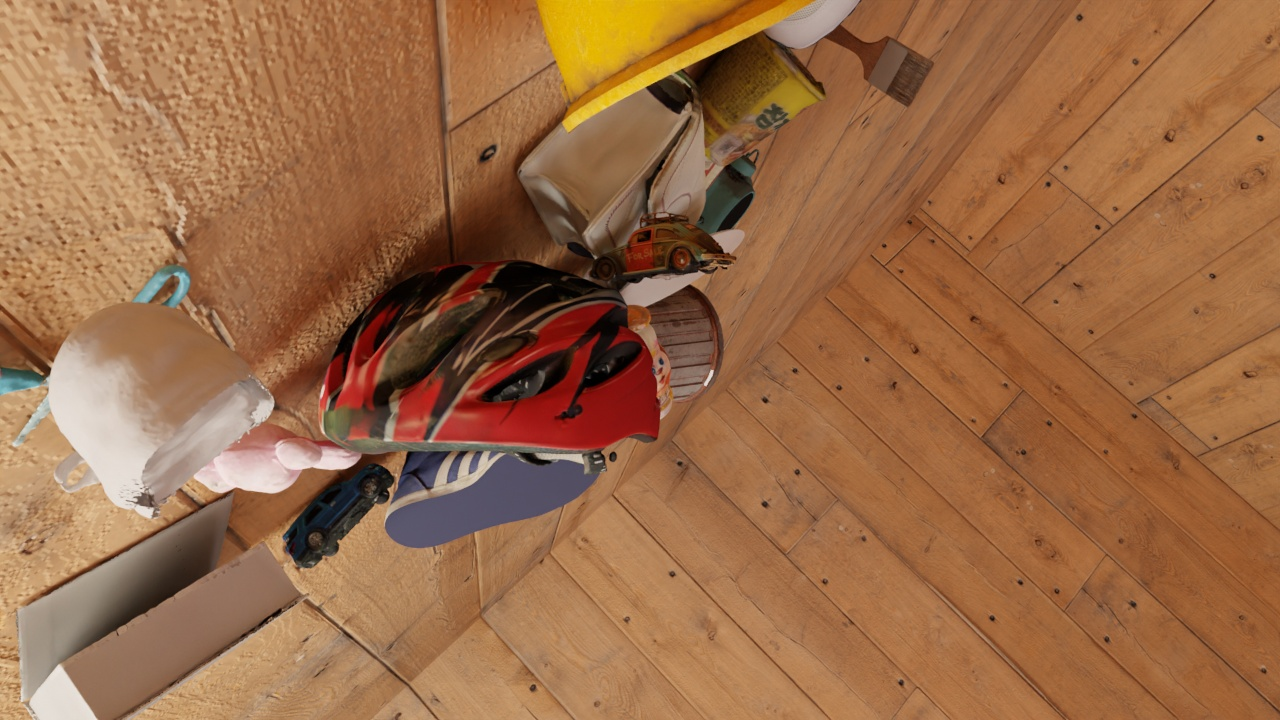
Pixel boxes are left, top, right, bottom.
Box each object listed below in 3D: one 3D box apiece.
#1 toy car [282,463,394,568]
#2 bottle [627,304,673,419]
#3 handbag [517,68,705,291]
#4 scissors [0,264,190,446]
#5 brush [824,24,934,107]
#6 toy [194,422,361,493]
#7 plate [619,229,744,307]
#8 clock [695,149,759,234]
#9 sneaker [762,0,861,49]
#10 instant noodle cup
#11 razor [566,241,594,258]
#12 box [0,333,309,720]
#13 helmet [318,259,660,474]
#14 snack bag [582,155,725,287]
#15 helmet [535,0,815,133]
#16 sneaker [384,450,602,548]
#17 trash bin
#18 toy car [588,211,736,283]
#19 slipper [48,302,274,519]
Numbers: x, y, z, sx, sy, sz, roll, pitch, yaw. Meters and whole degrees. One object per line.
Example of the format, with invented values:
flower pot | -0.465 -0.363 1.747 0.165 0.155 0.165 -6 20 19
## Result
toy car | -0.289 0.145 0.878 0.120 0.043 0.056 -45 170 -15
bottle | -0.005 0.005 0.807 0.063 0.063 0.109 -38 136 -35
handbag | -0.006 -0.139 0.747 0.142 0.096 0.198 -43 168 -3
scissors | -0.281 -0.004 0.452 0.135 0.015 0.135 -42 176 2
brush | 0.192 -0.283 0.826 0.008 0.143 0.045 -37 158 -43
toy | -0.256 0.067 0.642 0.110 0.047 0.063 -6 164 16
plate | 0.029 -0.080 0.796 0.134 0.011 0.134 -29 171 -5
clock | 0.099 -0.192 1.056 0.124 0.053 0.090 -47 170 -7
sneaker | 0.130 -0.330 0.613 0.124 0.089 0.240 -21 145 -56
instant noodle cup | 0.090 -0.230 0.800 0.108 0.102 0.102 -41 172 23
razor | -0.005 -0.113 0.889 0.142 0.047 0.052 -8 116 -30
box | -0.471 0.117 0.736 0.168 0.404 0.172 -35 165 -47
helmet | -0.105 0.010 0.674 0.218 0.167 0.271 1 -175 34
snack bag | 0.021 -0.154 0.949 0.226 0.041 0.077 -50 167 30
helmet | 0.034 -0.229 0.462 0.206 0.131 0.254 -12 -156 46
sneaker | -0.142 0.093 0.912 0.233 0.091 0.118 -26 -145 16
trash bin | -0.022 -0.012 0.927 0.210 0.130 0.131 -7 145 -43
toy car | 0.015 -0.082 0.669 0.112 0.047 0.047 -5 177 31
slipper | -0.250 0.032 0.478 0.112 0.074 0.247 -32 179 -25
